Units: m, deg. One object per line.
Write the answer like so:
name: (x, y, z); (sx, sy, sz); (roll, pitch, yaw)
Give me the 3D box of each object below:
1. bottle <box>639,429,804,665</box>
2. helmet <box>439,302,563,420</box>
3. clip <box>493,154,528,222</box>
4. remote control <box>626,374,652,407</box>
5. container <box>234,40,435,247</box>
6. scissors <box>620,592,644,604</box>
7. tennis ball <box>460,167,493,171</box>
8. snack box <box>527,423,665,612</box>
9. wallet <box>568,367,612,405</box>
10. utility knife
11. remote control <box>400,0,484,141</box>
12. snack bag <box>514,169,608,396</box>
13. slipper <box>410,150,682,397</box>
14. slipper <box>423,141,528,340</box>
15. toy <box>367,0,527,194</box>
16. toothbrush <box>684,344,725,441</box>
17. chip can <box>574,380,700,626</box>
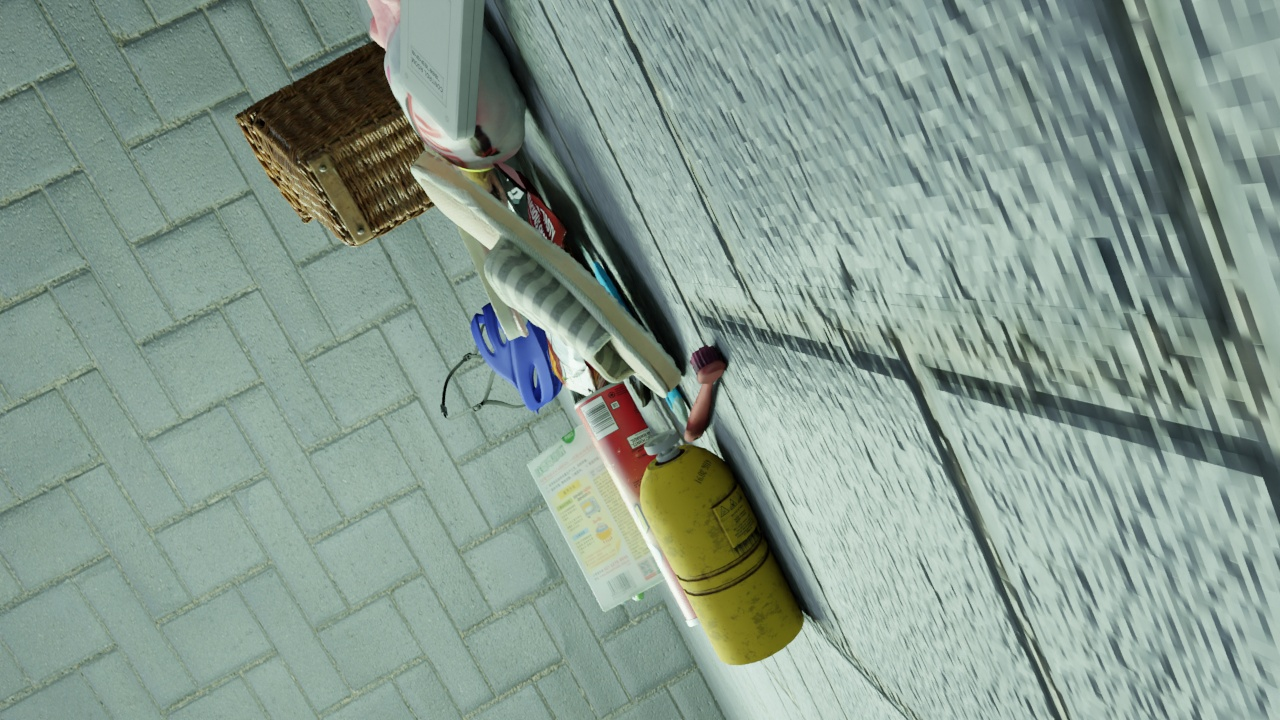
bottle: (0.051, 0.126, 0.649); (0.164, 0.071, 0.071); (63, 172, -9)
helmet: (-0.224, 0.001, 1.419); (0.147, 0.227, 0.242); (-112, 1, -48)
clip: (-0.107, -0.141, 0.906); (0.163, 0.028, 0.115); (63, 171, -16)
remote control: (-0.005, 0.005, 0.788); (0.033, 0.013, 0.137); (59, 172, 21)
container: (-0.309, -0.255, 1.083); (0.183, 0.249, 0.162); (43, 161, 44)
scissors: (-0.046, 0.172, 0.938); (0.175, 0.032, 0.093); (61, 154, -5)
tennis ball: (-0.144, -0.198, 0.802); (0.065, 0.065, 0.065); (60, 172, 13)
snack box: (-0.025, 0.141, 0.883); (0.027, 0.132, 0.168); (-13, -109, -55)
wallet: (-0.069, 0.014, 1.113); (0.132, 0.054, 0.100); (134, 117, -84)
utility knife: (-0.010, -0.028, 0.711); (0.185, 0.015, 0.031); (60, 168, 22)
remote control: (-0.115, -0.211, 0.534); (0.074, 0.019, 0.151); (48, 143, 29)
snack bag: (-0.075, -0.065, 0.830); (0.138, 0.066, 0.208); (-119, 9, -47)
slipper: (-0.079, -0.060, 0.669); (0.272, 0.054, 0.114); (41, 177, 24)
slipper: (-0.150, -0.141, 0.873); (0.114, 0.054, 0.274); (77, 170, -66)
toy: (-0.151, -0.227, 0.685); (0.213, 0.084, 0.142); (61, 173, 21)
toothbrush: (0.037, 0.025, 0.583); (0.190, 0.016, 0.016); (89, 157, -74)
chip can: (0.013, 0.123, 0.803); (0.214, 0.051, 0.052); (62, 173, 7)
